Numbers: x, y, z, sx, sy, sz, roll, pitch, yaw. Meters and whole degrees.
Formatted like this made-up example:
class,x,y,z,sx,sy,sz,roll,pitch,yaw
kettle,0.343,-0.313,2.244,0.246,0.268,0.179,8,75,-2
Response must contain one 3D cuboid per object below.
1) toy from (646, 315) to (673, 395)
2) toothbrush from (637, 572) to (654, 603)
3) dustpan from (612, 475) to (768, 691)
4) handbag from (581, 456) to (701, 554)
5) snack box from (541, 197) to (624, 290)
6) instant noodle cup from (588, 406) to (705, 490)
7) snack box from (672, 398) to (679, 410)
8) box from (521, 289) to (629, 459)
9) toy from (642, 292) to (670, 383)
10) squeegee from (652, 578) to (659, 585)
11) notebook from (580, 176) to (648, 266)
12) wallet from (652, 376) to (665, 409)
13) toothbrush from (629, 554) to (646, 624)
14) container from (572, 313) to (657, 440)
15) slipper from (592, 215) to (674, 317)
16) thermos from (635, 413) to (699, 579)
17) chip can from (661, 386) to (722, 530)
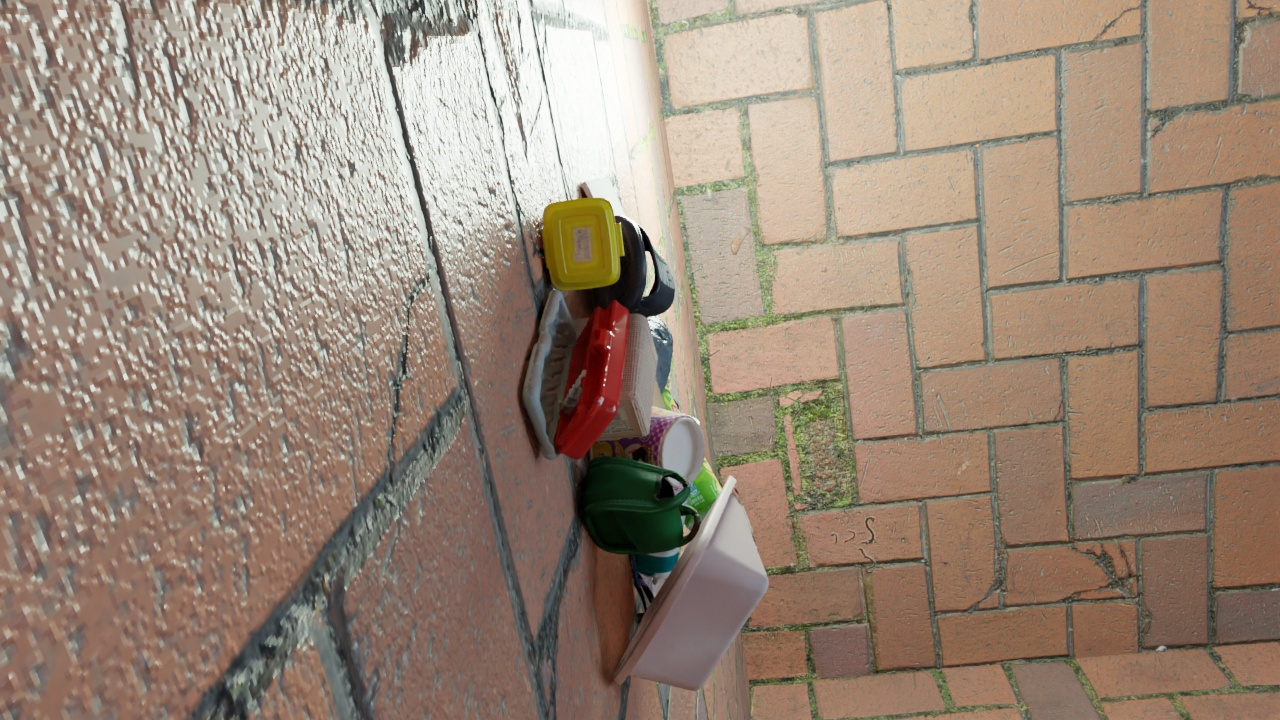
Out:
class,x,y,z,sx,sy,sz,roll,pitch,yaw
toy,-0.007,0.007,1.247,0.355,0.091,0.138,-78,-173,-65
toothbrush,0.013,0.341,1.320,0.189,0.014,0.016,70,39,-55
dustpan,0.036,0.254,1.068,0.223,0.138,0.273,-62,-159,11
handbag,0.000,0.157,0.987,0.131,0.120,0.067,75,16,-54
snack box,-0.060,-0.123,0.961,0.080,0.082,0.091,-112,-165,-80
instant noodle cup,0.012,0.100,1.044,0.111,0.099,0.111,-5,97,-47
snack box,0.047,0.157,1.637,0.178,0.046,0.182,42,40,-78
box,-0.073,0.004,0.867,0.095,0.091,0.201,-52,-163,27
toy,0.013,-0.034,1.473,0.105,0.066,0.157,-66,142,-86
squeegee,0.023,0.219,1.408,0.246,0.039,0.246,23,60,-81
notebook,-0.032,-0.193,1.324,0.150,0.012,0.209,64,11,-9
wallet,-0.018,0.044,1.105,0.114,0.024,0.087,-20,93,-45
toothbrush,-0.010,0.276,1.216,0.014,0.016,0.189,-32,112,-72
container,-0.032,0.022,1.000,0.090,0.090,0.110,74,15,-50
slipper,-0.007,-0.101,1.080,0.268,0.083,0.110,149,-65,-78
thermos,0.032,0.184,1.227,0.073,0.073,0.224,-70,167,-74
chip can,0.054,0.139,1.315,0.221,0.072,0.073,61,-4,31
